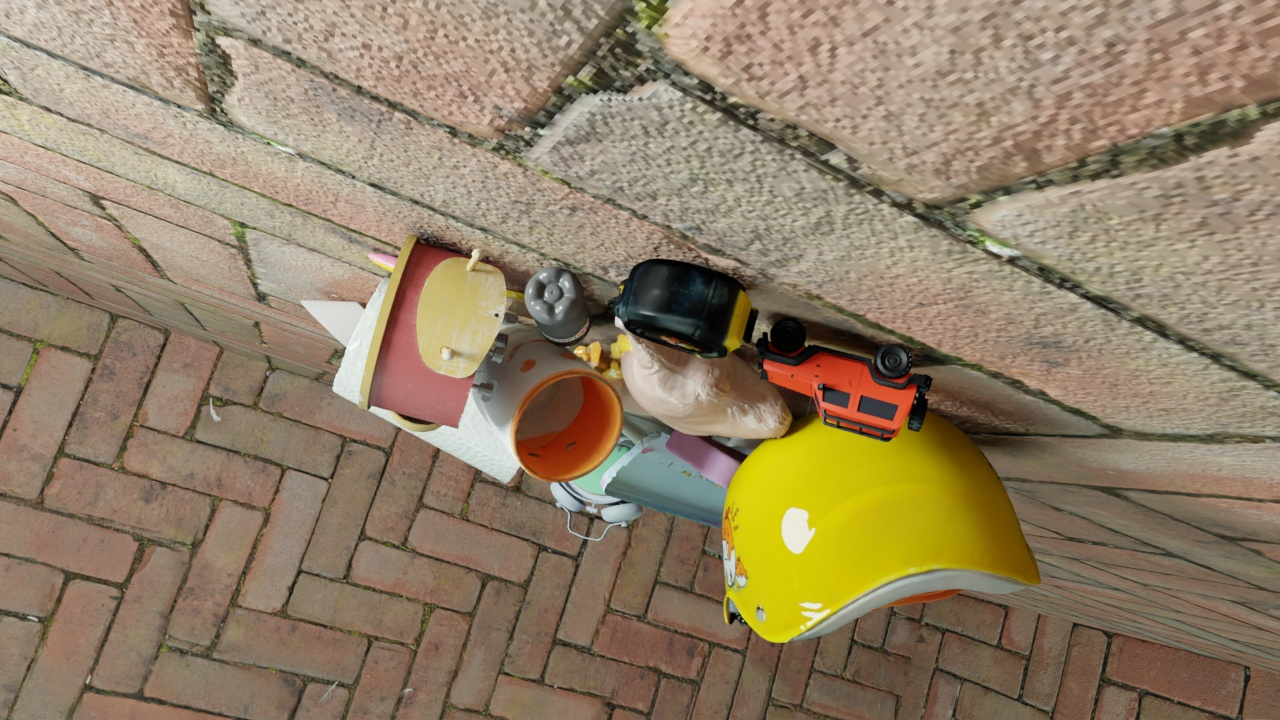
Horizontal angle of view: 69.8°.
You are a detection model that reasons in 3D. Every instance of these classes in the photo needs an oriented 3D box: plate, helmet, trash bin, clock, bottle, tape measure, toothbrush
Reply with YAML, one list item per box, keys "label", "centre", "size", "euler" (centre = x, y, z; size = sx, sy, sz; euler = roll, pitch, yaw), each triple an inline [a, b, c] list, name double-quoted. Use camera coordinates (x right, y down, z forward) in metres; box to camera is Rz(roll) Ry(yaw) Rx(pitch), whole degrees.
- label: "plate"
  centre: [-0.272, -0.015, 0.952]
  size: [0.174, 0.036, 0.174]
  euler: [41, 172, 7]
- label: "helmet"
  centre: [0.149, 0.104, 0.658]
  size: [0.209, 0.139, 0.240]
  euler: [-11, 171, -4]
- label: "trash bin"
  centre: [-0.160, 0.011, 0.773]
  size: [0.161, 0.133, 0.133]
  euler: [25, 169, -11]
- label: "clock"
  centre: [-0.041, 0.121, 1.033]
  size: [0.122, 0.161, 0.075]
  euler: [14, 170, 17]
- label: "bottle"
  centre: [-0.052, -0.031, 0.604]
  size: [0.036, 0.036, 0.110]
  euler: [17, 170, 4]
- label: "tape measure"
  centre: [0.024, -0.028, 0.487]
  size: [0.071, 0.042, 0.072]
  euler: [23, 173, -24]
- label: "clock"
  centre: [-0.131, -0.009, 0.615]
  size: [0.081, 0.117, 0.159]
  euler: [16, 156, -11]
- label: "toothbrush"
  centre: [-0.139, -0.056, 0.675]
  size: [0.135, 0.016, 0.021]
  euler: [16, 174, 6]

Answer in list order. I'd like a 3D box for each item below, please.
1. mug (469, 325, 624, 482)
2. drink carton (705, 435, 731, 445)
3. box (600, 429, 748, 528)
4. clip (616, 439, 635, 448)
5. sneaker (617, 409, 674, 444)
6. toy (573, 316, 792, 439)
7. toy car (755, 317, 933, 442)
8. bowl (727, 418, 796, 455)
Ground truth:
- label: "mug"
  centre: [-0.071, 0.028, 0.657]
  size: [0.082, 0.082, 0.105]
  euler: [24, -173, -34]
- label: "drink carton"
  centre: [0.081, 0.080, 0.950]
  size: [0.038, 0.044, 0.129]
  euler: [17, 168, 3]
- label: "box"
  centre: [0.075, 0.108, 0.807]
  size: [0.140, 0.062, 0.214]
  euler: [-12, 156, 33]
- label: "clip"
  centre: [-0.013, 0.060, 0.980]
  size: [0.162, 0.090, 0.027]
  euler: [30, 173, 12]
- label: "sneaker"
  centre: [-0.066, 0.049, 0.902]
  size: [0.243, 0.090, 0.089]
  euler: [10, 169, 38]
- label: "toy"
  centre: [-0.004, 0.004, 0.679]
  size: [0.196, 0.065, 0.265]
  euler: [35, 169, -31]
- label: "toy car"
  centre: [0.113, 0.012, 0.523]
  size: [0.100, 0.048, 0.051]
  euler: [15, 170, 15]
- label: "bowl"
  centre: [0.135, 0.075, 0.836]
  size: [0.110, 0.040, 0.110]
  euler: [17, 170, 3]
